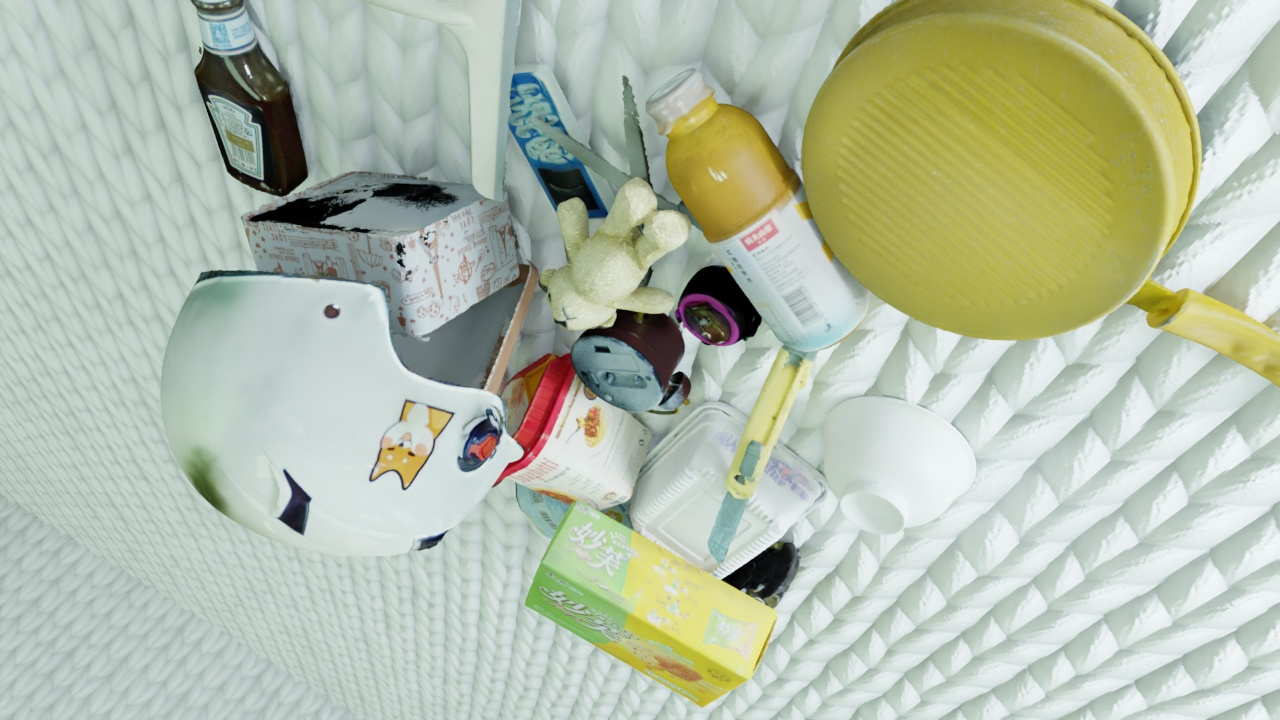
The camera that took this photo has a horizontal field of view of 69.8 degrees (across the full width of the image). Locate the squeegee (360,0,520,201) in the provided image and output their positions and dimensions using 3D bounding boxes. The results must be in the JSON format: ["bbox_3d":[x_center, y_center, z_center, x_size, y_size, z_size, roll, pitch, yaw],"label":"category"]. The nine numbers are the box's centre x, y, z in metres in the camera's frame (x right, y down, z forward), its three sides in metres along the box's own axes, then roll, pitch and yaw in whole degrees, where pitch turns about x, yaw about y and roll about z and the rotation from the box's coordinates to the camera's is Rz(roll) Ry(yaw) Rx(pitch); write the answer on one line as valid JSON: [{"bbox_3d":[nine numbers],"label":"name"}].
[{"bbox_3d":[-0.187,-0.250,0.589,0.247,0.039,0.247,28,133,17],"label":"squeegee"}]

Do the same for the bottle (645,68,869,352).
[{"bbox_3d":[0.071,-0.090,0.565,0.068,0.067,0.189,-14,123,46],"label":"bottle"}]

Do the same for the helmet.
[{"bbox_3d":[-0.225,0.060,0.662,0.230,0.156,0.274,7,148,35],"label":"helmet"}]

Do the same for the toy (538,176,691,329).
[{"bbox_3d":[-0.019,-0.066,0.618,0.105,0.066,0.158,38,147,-8],"label":"toy"}]

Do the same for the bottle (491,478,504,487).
[{"bbox_3d":[-0.207,0.066,0.925,0.175,0.057,0.058,40,145,-23],"label":"bottle"}]

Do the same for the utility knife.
[{"bbox_3d":[0.090,0.074,0.718,0.031,0.022,0.217,28,124,19],"label":"utility knife"}]

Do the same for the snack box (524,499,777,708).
[{"bbox_3d":[0.002,0.231,0.854,0.210,0.069,0.158,28,149,4],"label":"snack box"}]

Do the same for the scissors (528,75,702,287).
[{"bbox_3d":[-0.001,-0.112,0.622,0.179,0.014,0.160,30,141,-7],"label":"scissors"}]

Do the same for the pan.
[{"bbox_3d":[0.248,-0.056,0.490,0.357,0.078,0.198,41,147,2],"label":"pan"}]

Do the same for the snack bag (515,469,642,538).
[{"bbox_3d":[-0.040,0.153,0.952,0.191,0.038,0.110,-10,117,38],"label":"snack bag"}]

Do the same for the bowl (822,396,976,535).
[{"bbox_3d":[0.184,0.091,0.688,0.118,0.064,0.118,20,141,17],"label":"bowl"}]

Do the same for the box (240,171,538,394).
[{"bbox_3d":[-0.193,-0.051,0.744,0.182,0.151,0.174,11,120,29],"label":"box"}]

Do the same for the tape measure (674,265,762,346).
[{"bbox_3d":[0.056,-0.037,0.661,0.057,0.039,0.058,-8,127,43],"label":"tape measure"}]

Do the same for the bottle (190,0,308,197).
[{"bbox_3d":[-0.320,-0.224,0.735,0.080,0.043,0.195,24,142,13],"label":"bottle"}]

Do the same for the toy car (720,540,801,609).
[{"bbox_3d":[0.100,0.218,0.893,0.042,0.070,0.159,43,144,-13],"label":"toy car"}]

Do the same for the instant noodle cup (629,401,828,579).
[{"bbox_3d":[0.063,0.128,0.808,0.138,0.060,0.174,36,134,-4],"label":"instant noodle cup"}]

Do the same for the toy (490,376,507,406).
[{"bbox_3d":[-0.184,0.000,0.876,0.121,0.054,0.159,7,147,38],"label":"toy"}]

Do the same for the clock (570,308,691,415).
[{"bbox_3d":[-0.004,0.004,0.742,0.082,0.055,0.122,3,135,34],"label":"clock"}]

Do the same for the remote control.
[{"bbox_3d":[-0.058,-0.148,0.635,0.049,0.024,0.125,4,139,34],"label":"remote control"}]

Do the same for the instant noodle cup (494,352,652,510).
[{"bbox_3d":[-0.066,0.073,0.831,0.124,0.116,0.117,34,146,-21],"label":"instant noodle cup"}]
